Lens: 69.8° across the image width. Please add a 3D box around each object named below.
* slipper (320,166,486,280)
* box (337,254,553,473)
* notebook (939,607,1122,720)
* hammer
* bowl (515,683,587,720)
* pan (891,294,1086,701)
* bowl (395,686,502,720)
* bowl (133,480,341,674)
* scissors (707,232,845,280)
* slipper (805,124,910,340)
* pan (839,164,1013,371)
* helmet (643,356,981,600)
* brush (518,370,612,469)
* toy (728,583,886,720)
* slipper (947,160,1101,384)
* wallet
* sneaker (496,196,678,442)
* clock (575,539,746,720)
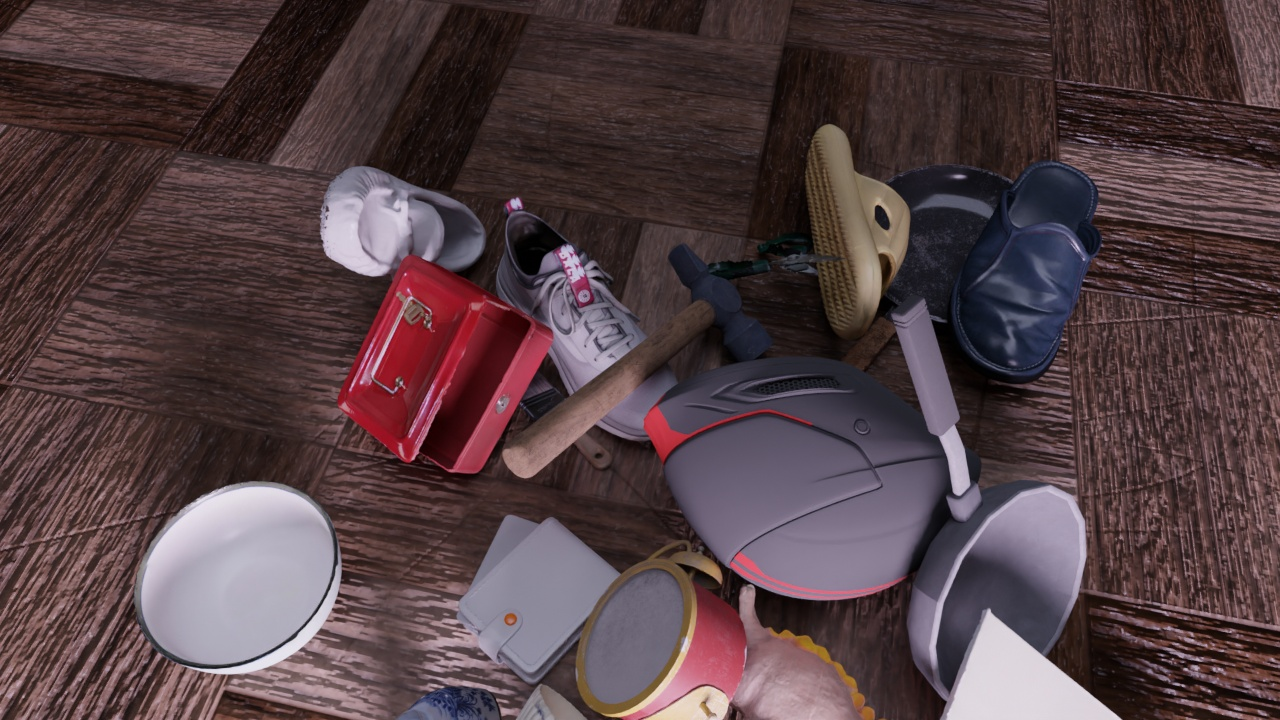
[{"bbox_3d":[-0.216,-0.119,0.855,0.075,0.246,0.112,-6,91,15],"label":"slipper"},{"bbox_3d":[-0.171,0.005,0.810,0.134,0.112,0.157,31,95,31],"label":"box"},{"bbox_3d":[0.285,0.295,0.626,0.208,0.012,0.152,39,63,-7],"label":"notebook"},{"bbox_3d":[-0.005,0.005,0.778,0.129,0.040,0.320,52,45,0],"label":"hammer"},{"bbox_3d":[-0.054,0.292,0.639,0.062,0.115,0.115,-43,65,-9],"label":"bowl"},{"bbox_3d":[0.228,0.102,0.644,0.178,0.357,0.041,-39,32,-19],"label":"pan"},{"bbox_3d":[-0.151,0.277,0.642,0.114,0.045,0.114,-35,33,27],"label":"bowl"},{"bbox_3d":[-0.311,0.179,0.735,0.153,0.073,0.153,0,56,0],"label":"bowl"},{"bbox_3d":[0.114,-0.090,0.882,0.142,0.015,0.209,-17,14,-2],"label":"scissors"},{"bbox_3d":[0.213,-0.127,0.889,0.079,0.112,0.260,2,51,-6],"label":"slipper"},{"bbox_3d":[0.271,-0.062,0.917,0.208,0.040,0.356,36,70,23],"label":"pan"},{"bbox_3d":[0.142,0.102,0.726,0.264,0.165,0.169,-3,60,-11],"label":"helmet"},{"bbox_3d":[-0.080,0.050,0.857,0.038,0.012,0.151,-37,63,-22],"label":"brush"},{"bbox_3d":[0.188,0.273,0.672,0.264,0.065,0.195,6,61,3],"label":"toy"},{"bbox_3d":[0.371,-0.104,0.864,0.109,0.084,0.265,24,66,15],"label":"slipper"},{"bbox_3d":[-0.092,0.186,0.751,0.115,0.038,0.118,36,60,22],"label":"wallet"},{"bbox_3d":[-0.049,-0.040,0.850,0.096,0.129,0.263,-33,65,-18],"label":"sneaker"},{"bbox_3d":[0.022,0.208,0.694,0.117,0.081,0.158,-36,32,28],"label":"clock"}]
